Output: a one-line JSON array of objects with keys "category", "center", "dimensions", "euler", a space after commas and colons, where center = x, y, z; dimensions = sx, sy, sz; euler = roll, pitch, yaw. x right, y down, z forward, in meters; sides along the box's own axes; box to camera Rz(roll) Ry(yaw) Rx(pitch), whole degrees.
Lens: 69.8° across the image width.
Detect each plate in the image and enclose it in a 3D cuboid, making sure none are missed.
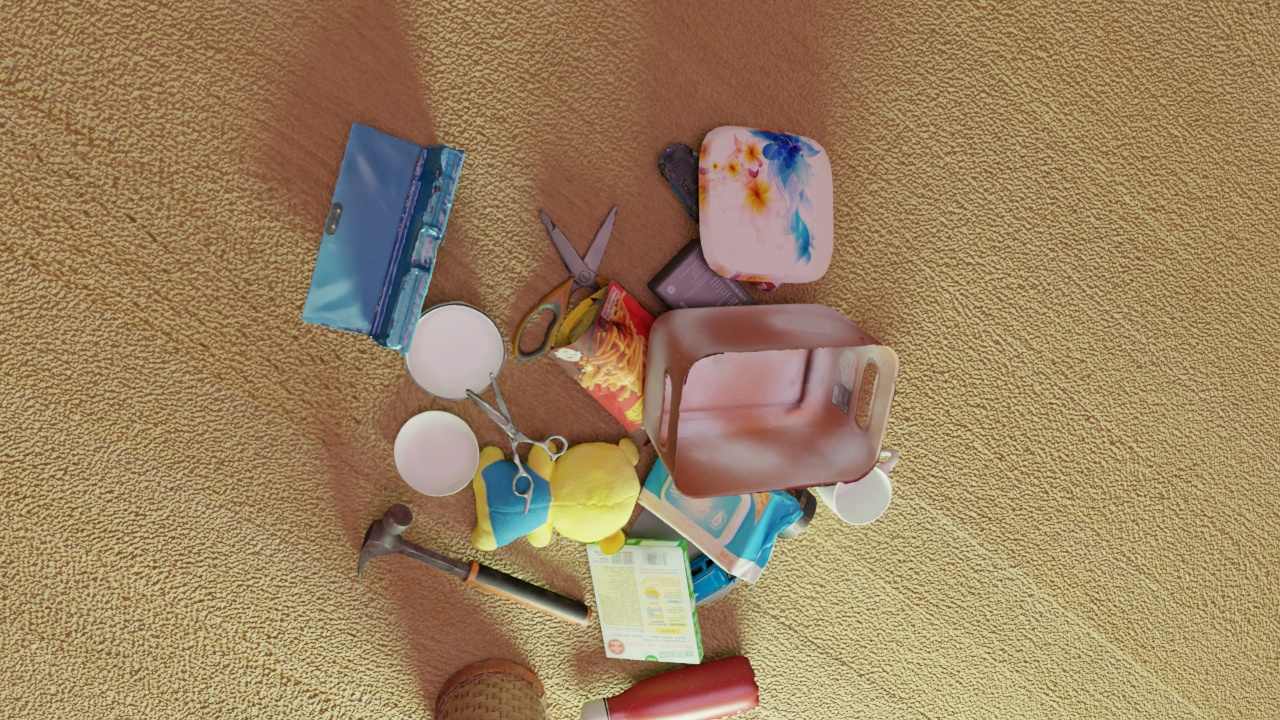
[{"category": "plate", "center": [-0.244, 0.111, 1.112], "dimensions": [0.104, 0.026, 0.104], "euler": [0, 95, 4]}, {"category": "plate", "center": [0.158, -0.188, 1.105], "dimensions": [0.186, 0.016, 0.187], "euler": [1, 87, -23]}, {"category": "plate", "center": [0.070, 0.251, 1.228], "dimensions": [0.178, 0.012, 0.178], "euler": [-3, 103, -12]}]

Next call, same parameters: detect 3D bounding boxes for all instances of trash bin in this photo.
[{"category": "trash bin", "center": [0.139, 0.037, 1.073], "dimensions": [0.259, 0.157, 0.182], "euler": [-4, 117, -18]}, {"category": "trash bin", "center": [-0.177, 0.487, 1.126], "dimensions": [0.151, 0.210, 0.151], "euler": [-3, 102, -12]}]

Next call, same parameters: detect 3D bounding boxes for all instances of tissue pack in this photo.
[{"category": "tissue pack", "center": [0.093, 0.174, 1.125], "dimensions": [0.066, 0.209, 0.117], "euler": [22, 98, -51]}]

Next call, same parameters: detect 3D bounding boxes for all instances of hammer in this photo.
[{"category": "hammer", "center": [-0.203, 0.278, 1.149], "dimensions": [0.314, 0.034, 0.138], "euler": [29, 128, -25]}]

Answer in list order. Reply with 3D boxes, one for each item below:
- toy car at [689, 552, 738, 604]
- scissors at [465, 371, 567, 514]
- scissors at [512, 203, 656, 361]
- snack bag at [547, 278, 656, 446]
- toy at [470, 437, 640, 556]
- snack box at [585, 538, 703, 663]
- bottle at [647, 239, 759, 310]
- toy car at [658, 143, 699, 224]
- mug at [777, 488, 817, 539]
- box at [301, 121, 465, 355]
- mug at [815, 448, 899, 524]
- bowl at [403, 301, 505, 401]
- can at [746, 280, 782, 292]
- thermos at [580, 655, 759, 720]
[{"category": "toy car", "center": [0.094, 0.282, 1.209], "dimensions": [0.120, 0.043, 0.056], "euler": [-32, 107, -4]}, {"category": "scissors", "center": [-0.154, 0.097, 1.067], "dimensions": [0.141, 0.014, 0.147], "euler": [23, 83, -26]}, {"category": "scissors", "center": [-0.074, -0.078, 1.118], "dimensions": [0.229, 0.016, 0.225], "euler": [-39, 108, -1]}, {"category": "snack bag", "center": [-0.007, 0.007, 1.130], "dimensions": [0.139, 0.066, 0.208], "euler": [-47, 122, 0]}, {"category": "toy", "center": [-0.102, 0.171, 1.136], "dimensions": [0.214, 0.084, 0.149], "euler": [0, 104, -10]}, {"category": "snack box", "center": [0.006, 0.310, 1.188], "dimensions": [0.132, 0.027, 0.168], "euler": [-3, 106, 21]}, {"category": "bottle", "center": [0.099, -0.060, 1.144], "dimensions": [0.084, 0.046, 0.174], "euler": [-45, 108, 0]}, {"category": "toy car", "center": [0.062, -0.212, 1.109], "dimensions": [0.048, 0.032, 0.105], "euler": [-37, 102, -2]}, {"category": "mug", "center": [0.154, 0.183, 1.202], "dimensions": [0.107, 0.079, 0.116], "euler": [41, 109, -19]}, {"category": "box", "center": [-0.283, -0.134, 0.998], "dimensions": [0.112, 0.094, 0.231], "euler": [15, 94, -33]}, {"category": "mug", "center": [0.287, 0.152, 1.213], "dimensions": [0.114, 0.087, 0.081], "euler": [-40, 108, -1]}, {"category": "bowl", "center": [-0.218, -0.016, 1.075], "dimensions": [0.116, 0.065, 0.116], "euler": [-3, 103, -12]}, {"category": "can", "center": [0.135, -0.130, 1.132], "dimensions": [0.096, 0.054, 0.054], "euler": [37, 93, -17]}, {"category": "thermos", "center": [0.038, 0.458, 1.237], "dimensions": [0.239, 0.073, 0.073], "euler": [-10, 104, -9]}]
